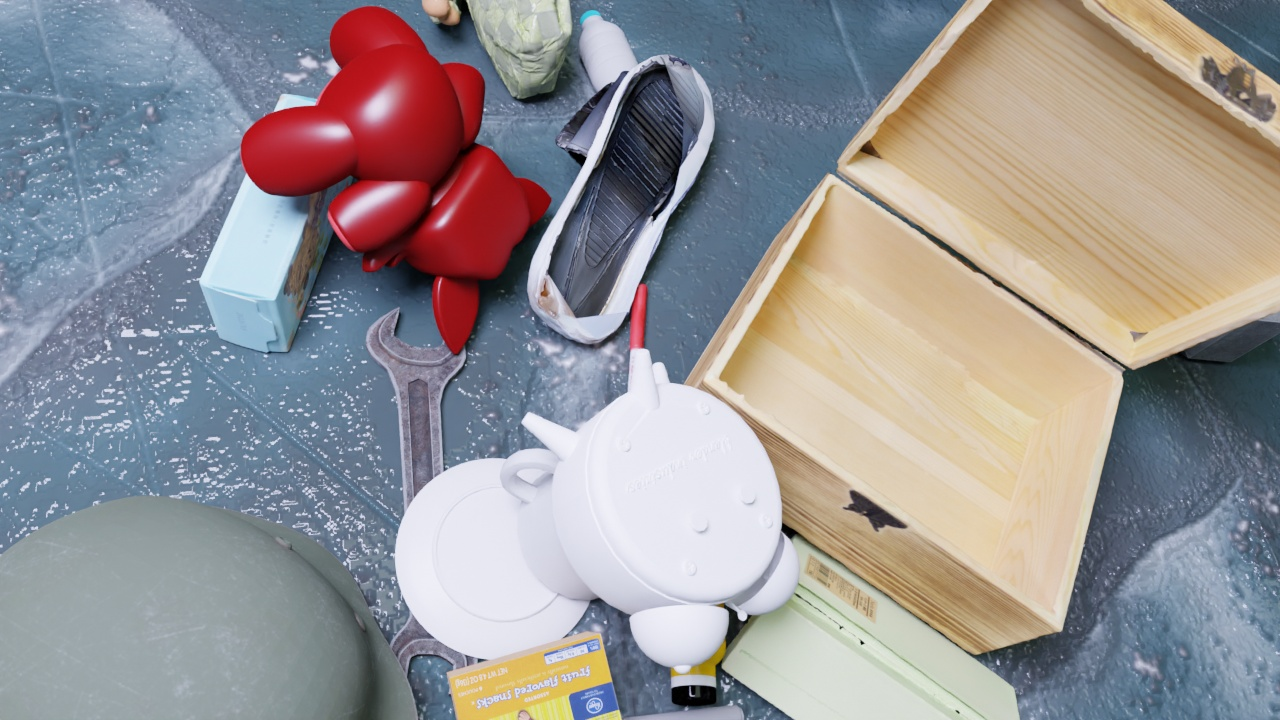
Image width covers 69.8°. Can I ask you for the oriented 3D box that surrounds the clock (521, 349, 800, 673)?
[{"bbox_3d":[0.021,0.077,0.510,0.125,0.073,0.161,-21,78,-40],"label":"clock"}]

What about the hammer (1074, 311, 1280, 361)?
[{"bbox_3d":[0.491,-0.110,0.699,0.162,0.318,0.082,4,62,-12],"label":"hammer"}]

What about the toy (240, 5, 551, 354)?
[{"bbox_3d":[-0.151,-0.124,0.629,0.121,0.197,0.158,4,57,35],"label":"toy"}]

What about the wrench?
[{"bbox_3d":[-0.146,0.084,0.619,0.070,0.010,0.273,-3,64,-15],"label":"wrench"}]

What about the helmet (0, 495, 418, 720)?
[{"bbox_3d":[-0.240,0.168,0.468,0.268,0.154,0.226,33,60,5],"label":"helmet"}]

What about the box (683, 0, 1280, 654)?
[{"bbox_3d":[0.237,-0.041,0.580,0.279,0.337,0.285,34,55,0],"label":"box"}]

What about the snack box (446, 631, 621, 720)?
[{"bbox_3d":[-0.053,0.232,0.528,0.088,0.040,0.125,-12,79,-17],"label":"snack box"}]

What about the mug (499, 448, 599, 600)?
[{"bbox_3d":[-0.031,0.090,0.578,0.121,0.090,0.090,28,53,-19],"label":"mug"}]

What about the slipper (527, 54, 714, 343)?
[{"bbox_3d":[-0.021,-0.135,0.724,0.111,0.063,0.263,41,62,-39],"label":"slipper"}]

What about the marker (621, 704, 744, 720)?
[{"bbox_3d":[-0.003,0.230,0.573,0.140,0.016,0.016,-1,63,-14],"label":"marker"}]

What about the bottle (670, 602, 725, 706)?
[{"bbox_3d":[0.033,0.151,0.608,0.043,0.043,0.143,6,62,-11],"label":"bottle"}]

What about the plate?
[{"bbox_3d":[-0.091,0.125,0.601,0.134,0.011,0.134,9,60,-17],"label":"plate"}]

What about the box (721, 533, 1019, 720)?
[{"bbox_3d":[0.154,0.215,0.614,0.188,0.082,0.097,36,17,7],"label":"box"}]

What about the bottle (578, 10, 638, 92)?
[{"bbox_3d":[-0.022,-0.252,0.806,0.044,0.044,0.136,-14,67,-20],"label":"bottle"}]

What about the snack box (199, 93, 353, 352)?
[{"bbox_3d":[-0.252,-0.099,0.652,0.053,0.075,0.174,14,60,-7],"label":"snack box"}]

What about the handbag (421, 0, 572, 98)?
[{"bbox_3d":[-0.128,-0.312,0.776,0.116,0.113,0.186,-15,68,-13],"label":"handbag"}]

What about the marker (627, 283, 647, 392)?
[{"bbox_3d":[-0.004,0.004,0.695,0.013,0.013,0.142,9,61,-9],"label":"marker"}]
